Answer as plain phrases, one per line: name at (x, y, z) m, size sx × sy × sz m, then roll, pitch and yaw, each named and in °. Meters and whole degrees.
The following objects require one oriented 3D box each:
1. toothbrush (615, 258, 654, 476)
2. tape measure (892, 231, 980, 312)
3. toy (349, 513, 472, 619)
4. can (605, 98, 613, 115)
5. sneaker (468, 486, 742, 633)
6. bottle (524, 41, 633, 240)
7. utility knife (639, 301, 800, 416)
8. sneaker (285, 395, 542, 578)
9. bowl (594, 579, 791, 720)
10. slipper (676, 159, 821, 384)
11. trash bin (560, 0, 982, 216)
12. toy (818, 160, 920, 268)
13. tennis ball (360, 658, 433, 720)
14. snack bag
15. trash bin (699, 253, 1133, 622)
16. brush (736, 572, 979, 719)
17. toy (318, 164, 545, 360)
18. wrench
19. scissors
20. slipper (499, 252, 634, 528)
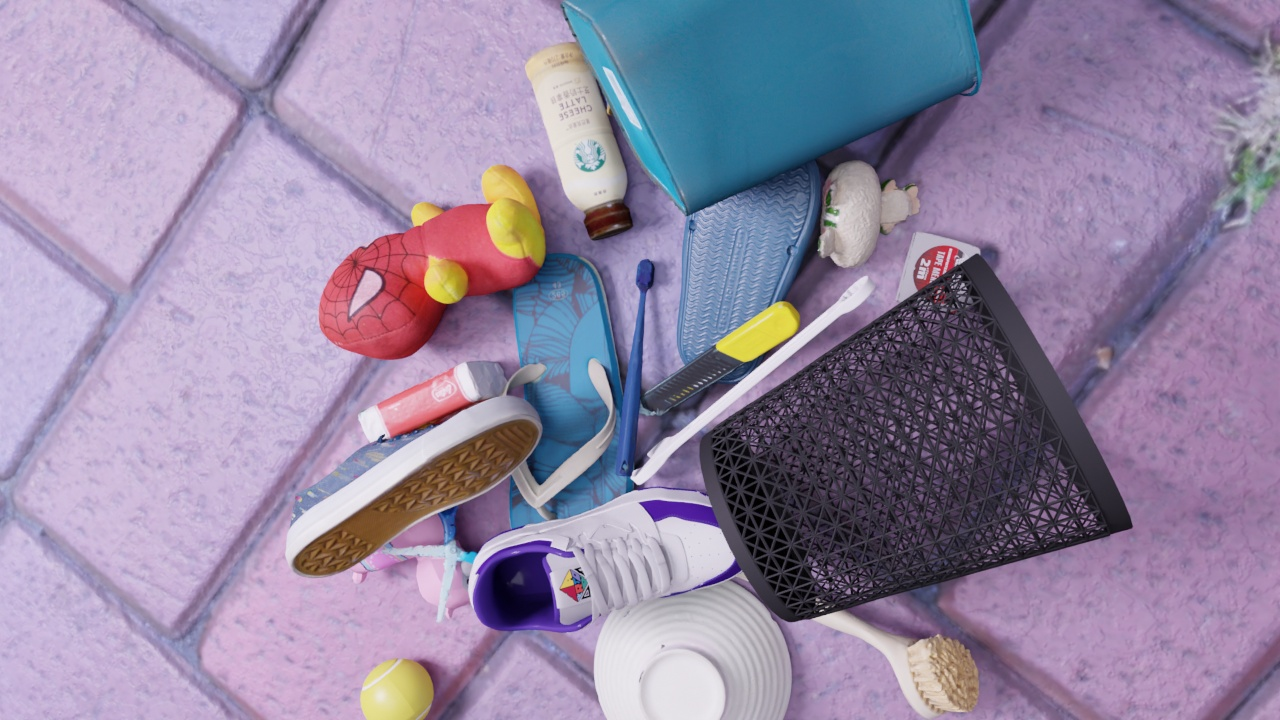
toothbrush at (-0.005, 0.005, 0.790) m, size 0.016 × 0.017 × 0.190 m, roll 6°, pitch 82°, yaw 3°
tape measure at (0.246, -0.071, 0.757) m, size 0.062 × 0.020 × 0.060 m, roll 14°, pitch 96°, yaw 9°
toy at (-0.217, 0.165, 0.836) m, size 0.123 × 0.067 × 0.157 m, roll -25°, pitch 93°, yaw 12°
can at (0.010, -0.250, 0.763) m, size 0.099 × 0.054 × 0.059 m, roll -21°, pitch 88°, yaw -10°
sneaker at (-0.028, 0.166, 0.740) m, size 0.244 × 0.111 × 0.092 m, roll -12°, pitch 93°, yaw 6°
bottle at (-0.049, -0.186, 0.787) m, size 0.056 × 0.056 × 0.162 m, roll -18°, pitch 90°, yaw 11°
utility knife at (0.059, 0.005, 0.767) m, size 0.175 × 0.020 × 0.029 m, roll -34°, pitch 100°, yaw 27°
sneaker at (-0.195, 0.087, 0.758) m, size 0.235 × 0.087 × 0.079 m, roll -31°, pitch 53°, yaw 2°
bowl at (0.039, 0.275, 0.783) m, size 0.177 × 0.071 × 0.177 m, roll -1°, pitch 87°, yaw 11°
slipper at (0.083, -0.083, 0.769) m, size 0.104 × 0.059 × 0.214 m, roll 18°, pitch 111°, yaw 11°
trash bin at (0.080, -0.233, 0.651) m, size 0.218 × 0.199 × 0.196 m, roll -30°, pitch 121°, yaw 1°
toy at (0.176, -0.119, 0.747) m, size 0.050 × 0.112 × 0.087 m, roll 16°, pitch 121°, yaw 44°
tennis ball at (-0.224, 0.309, 0.846) m, size 0.065 × 0.065 × 0.065 m, roll 1°, pitch 94°, yaw 10°
snack bag at (-0.182, 0.037, 0.815) m, size 0.116 × 0.077 × 0.036 m, roll -24°, pitch 87°, yaw 11°
trash bin at (0.190, 0.074, 0.691) m, size 0.244 × 0.216 × 0.217 m, roll -29°, pitch 88°, yaw 17°
brush at (0.156, 0.216, 0.777) m, size 0.272 × 0.061 × 0.077 m, roll 28°, pitch 126°, yaw 12°
toy at (-0.179, -0.074, 0.788) m, size 0.216 × 0.147 × 0.099 m, roll -31°, pitch 116°, yaw 9°
wrench at (0.082, 0.022, 0.738) m, size 0.009 × 0.047 × 0.274 m, roll 44°, pitch 122°, yaw -5°
scissors at (-0.162, 0.163, 0.806) m, size 0.127 × 0.014 × 0.133 m, roll 3°, pitch 83°, yaw -21°
slipper at (-0.068, 0.052, 0.805) m, size 0.118 × 0.060 × 0.295 m, roll -2°, pitch 93°, yaw 7°
